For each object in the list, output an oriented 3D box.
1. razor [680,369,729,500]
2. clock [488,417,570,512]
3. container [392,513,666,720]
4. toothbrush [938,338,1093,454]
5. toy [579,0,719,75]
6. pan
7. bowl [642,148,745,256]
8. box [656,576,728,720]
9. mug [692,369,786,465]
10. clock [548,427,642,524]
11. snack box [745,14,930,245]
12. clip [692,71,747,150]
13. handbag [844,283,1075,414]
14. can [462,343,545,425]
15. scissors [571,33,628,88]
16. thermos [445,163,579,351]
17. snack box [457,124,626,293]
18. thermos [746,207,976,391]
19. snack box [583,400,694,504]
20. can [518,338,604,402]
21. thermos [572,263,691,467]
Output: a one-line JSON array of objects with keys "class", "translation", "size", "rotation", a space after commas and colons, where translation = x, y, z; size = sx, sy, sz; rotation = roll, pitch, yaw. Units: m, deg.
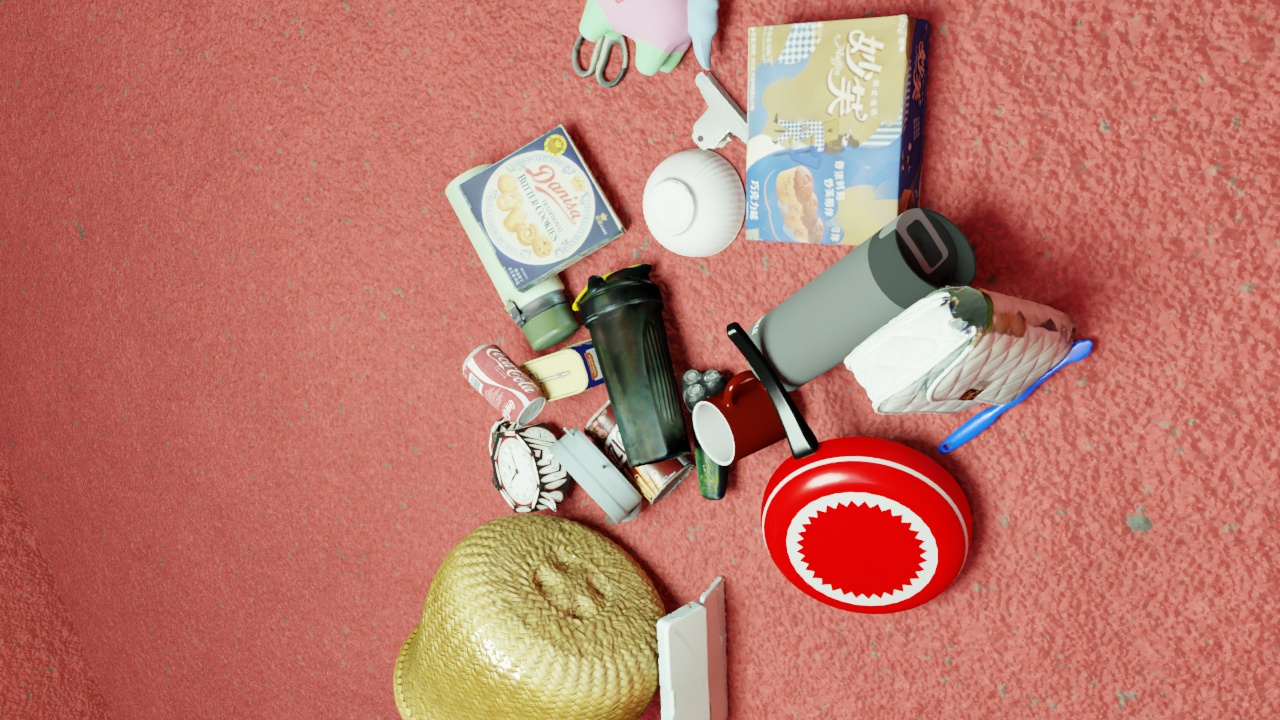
[{"class": "razor", "translation": [0.074, 0.085, 1.032], "size": [0.054, 0.067, 0.151], "rotation": [2, 97, 33]}, {"class": "clock", "translation": [-0.149, 0.132, 1.202], "size": [0.155, 0.064, 0.115], "rotation": [20, 115, 46]}, {"class": "container", "translation": [-0.113, 0.334, 1.096], "size": [0.307, 0.306, 0.197], "rotation": [41, 118, 19]}, {"class": "toothbrush", "translation": [0.351, 0.036, 0.867], "size": [0.016, 0.018, 0.183], "rotation": [49, 127, 8]}, {"class": "toy", "translation": [0.003, -0.398, 0.930], "size": [0.222, 0.119, 0.171], "rotation": [35, 123, 13]}, {"class": "pan", "translation": [0.183, 0.115, 0.910], "size": [0.209, 0.067, 0.356], "rotation": [-28, 109, 30]}, {"class": "bowl", "translation": [0.047, -0.167, 0.987], "size": [0.118, 0.062, 0.118], "rotation": [10, 109, 32]}, {"class": "box", "translation": [0.069, 0.368, 1.075], "size": [0.041, 0.134, 0.197], "rotation": [11, 109, 40]}, {"class": "mug", "translation": [0.111, 0.051, 0.971], "size": [0.073, 0.082, 0.106], "rotation": [45, 144, 39]}, {"class": "clock", "translation": [-0.049, 0.141, 1.101], "size": [0.045, 0.159, 0.122], "rotation": [-44, 58, -6]}, {"class": "snack box", "translation": [0.184, -0.215, 0.875], "size": [0.155, 0.069, 0.203], "rotation": [8, 107, 31]}, {"class": "clip", "translation": [0.078, -0.247, 0.958], "size": [0.059, 0.050, 0.102], "rotation": [-42, 77, 22]}, {"class": "handbag", "translation": [0.280, -0.003, 0.788], "size": [0.139, 0.194, 0.072], "rotation": [-42, 60, 35]}, {"class": "can", "translation": [-0.159, 0.028, 1.072], "size": [0.096, 0.053, 0.054], "rotation": [42, 122, 18]}, {"class": "scissors", "translation": [-0.019, -0.380, 1.007], "size": [0.171, 0.012, 0.121], "rotation": [-40, 79, 31]}, {"class": "thermos", "translation": [-0.156, -0.123, 1.127], "size": [0.083, 0.082, 0.231], "rotation": [-31, 84, 36]}, {"class": "snack box", "translation": [-0.115, -0.175, 1.067], "size": [0.145, 0.042, 0.144], "rotation": [-30, 84, 5]}, {"class": "thermos", "translation": [0.195, -0.050, 0.857], "size": [0.082, 0.082, 0.241], "rotation": [59, 146, 6]}, {"class": "snack box", "translation": [-0.002, 0.104, 1.091], "size": [0.121, 0.072, 0.072], "rotation": [46, 123, 15]}, {"class": "can", "translation": [-0.082, 0.011, 1.106], "size": [0.116, 0.092, 0.056], "rotation": [-16, 93, 36]}, {"class": "thermos", "translation": [-0.006, 0.006, 1.031], "size": [0.098, 0.098, 0.220], "rotation": [-21, 79, 37]}]
